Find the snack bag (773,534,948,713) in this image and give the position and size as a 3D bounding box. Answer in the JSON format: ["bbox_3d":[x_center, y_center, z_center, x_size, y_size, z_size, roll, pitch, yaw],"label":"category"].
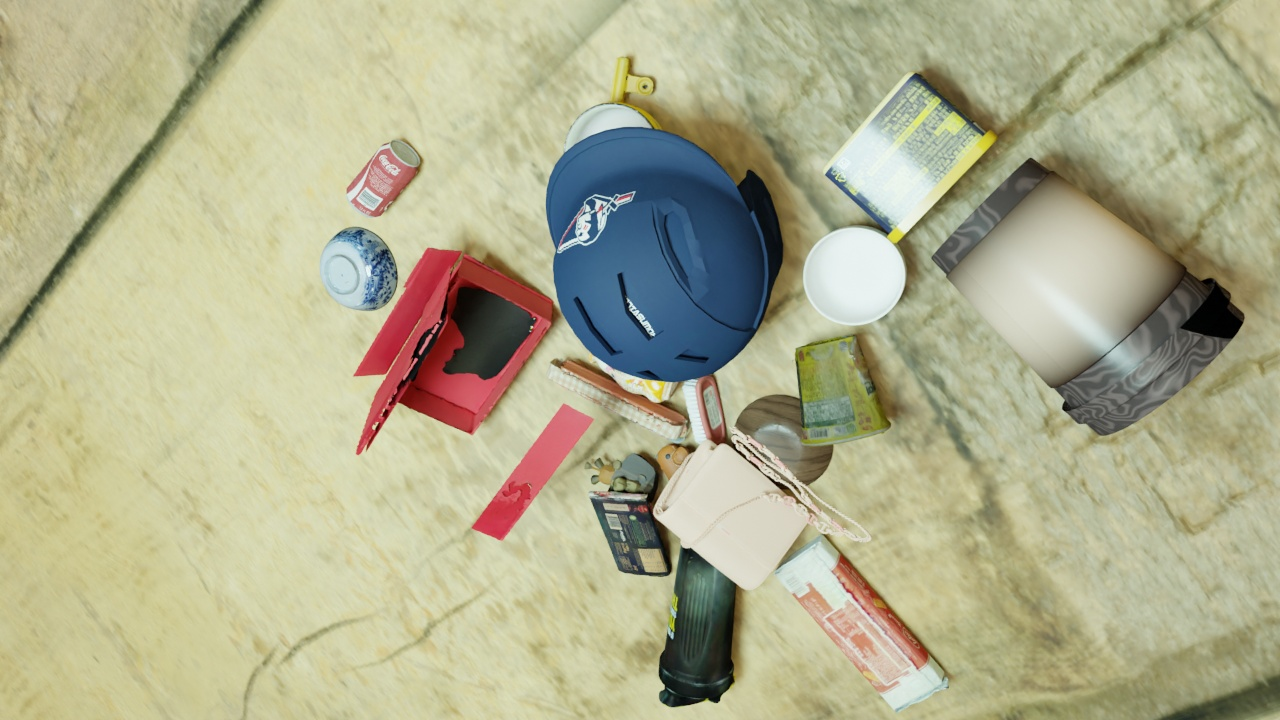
[{"bbox_3d":[0.262,0.314,1.095,0.225,0.041,0.078,48,117,0],"label":"snack bag"}]

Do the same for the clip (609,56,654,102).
[{"bbox_3d":[-0.011,-0.306,1.014,0.049,0.045,0.054,28,115,39],"label":"clip"}]

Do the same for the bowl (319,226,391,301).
[{"bbox_3d":[-0.381,-0.116,1.209,0.114,0.045,0.114,6,108,20],"label":"bowl"}]

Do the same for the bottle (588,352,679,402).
[{"bbox_3d":[-0.006,0.006,1.089,0.109,0.063,0.063,23,113,12],"label":"bottle"}]

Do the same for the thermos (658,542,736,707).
[{"bbox_3d":[0.078,0.324,1.145,0.098,0.098,0.221,9,104,19],"label":"thermos"}]

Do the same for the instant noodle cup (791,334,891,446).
[{"bbox_3d":[0.213,0.031,1.001,0.102,0.102,0.108,-12,92,24],"label":"instant noodle cup"}]

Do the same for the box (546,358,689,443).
[{"bbox_3d":[-0.030,0.050,1.114,0.187,0.054,0.079,25,158,14],"label":"box"}]

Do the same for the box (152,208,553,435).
[{"bbox_3d":[-0.312,-0.039,1.057,0.212,0.409,0.107,-51,47,25],"label":"box"}]

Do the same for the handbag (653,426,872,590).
[{"bbox_3d":[0.114,0.173,0.999,0.198,0.187,0.116,42,77,-18],"label":"handbag"}]

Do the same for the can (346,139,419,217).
[{"bbox_3d":[-0.322,-0.227,1.147,0.097,0.053,0.054,-40,89,27],"label":"can"}]

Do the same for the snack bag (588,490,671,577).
[{"bbox_3d":[-0.011,0.219,1.151,0.075,0.018,0.155,1,132,20],"label":"snack bag"}]

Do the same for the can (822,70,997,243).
[{"bbox_3d":[0.265,-0.203,0.913,0.104,0.075,0.135,44,116,7],"label":"can"}]

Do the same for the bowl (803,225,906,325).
[{"bbox_3d":[0.229,-0.093,0.972,0.105,0.054,0.105,7,108,22],"label":"bowl"}]

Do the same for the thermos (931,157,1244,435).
[{"bbox_3d":[0.402,-0.066,0.857,0.226,0.172,0.173,45,116,10],"label":"thermos"}]

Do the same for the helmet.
[{"bbox_3d":[0.010,-0.103,0.934,0.233,0.222,0.272,-25,105,36],"label":"helmet"}]

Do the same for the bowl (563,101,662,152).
[{"bbox_3d":[-0.020,-0.227,1.020,0.117,0.067,0.117,6,108,19],"label":"bowl"}]

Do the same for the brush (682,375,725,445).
[{"bbox_3d":[0.086,0.099,1.101,0.030,0.040,0.172,-3,108,40],"label":"brush"}]

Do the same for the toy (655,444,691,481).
[{"bbox_3d":[0.044,0.152,1.133,0.090,0.070,0.103,57,140,12],"label":"toy"}]

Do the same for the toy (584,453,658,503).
[{"bbox_3d":[-0.027,0.147,1.144,0.100,0.062,0.076,17,101,22],"label":"toy"}]

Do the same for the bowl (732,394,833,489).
[{"bbox_3d":[0.162,0.101,1.070,0.119,0.032,0.119,6,108,20],"label":"bowl"}]
